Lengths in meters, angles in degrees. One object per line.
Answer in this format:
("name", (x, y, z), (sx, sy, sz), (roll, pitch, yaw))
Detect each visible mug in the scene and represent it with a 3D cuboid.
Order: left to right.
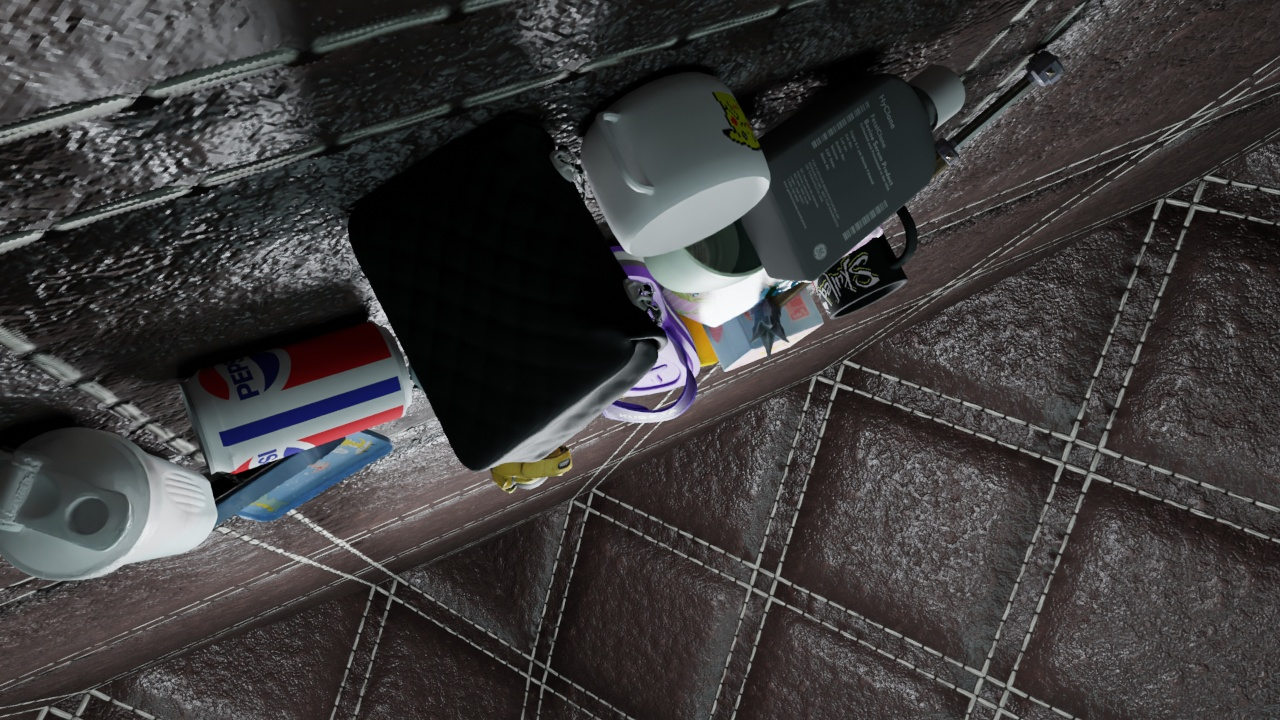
("mug", (0.013, -0.108, 0.502), (0.094, 0.068, 0.115), (-30, 169, 27))
("mug", (0.054, -0.099, 0.647), (0.111, 0.084, 0.104), (-52, -174, -14))
("mug", (0.211, -0.110, 0.883), (0.081, 0.098, 0.118), (-15, 166, -43))

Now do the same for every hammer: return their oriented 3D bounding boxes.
("hammer", (0.213, -0.141, 0.775), (0.318, 0.028, 0.146), (-41, -160, 23))

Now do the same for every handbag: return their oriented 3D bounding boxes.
("handbag", (-0.057, -0.034, 0.485), (0.125, 0.153, 0.114), (-33, 165, 18))

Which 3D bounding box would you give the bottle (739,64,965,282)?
("bottle", (0.139, -0.132, 0.587), (0.173, 0.084, 0.046), (-38, -156, -18))

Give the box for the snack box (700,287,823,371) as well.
("snack box", (0.121, -0.053, 0.974), (0.094, 0.093, 0.080), (-21, 170, -25))

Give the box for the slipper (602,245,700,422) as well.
("slipper", (-0.005, 0.004, 0.799), (0.107, 0.084, 0.267), (-16, 156, 5))

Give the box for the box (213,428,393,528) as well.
("box", (-0.351, 0.118, 0.899), (0.210, 0.043, 0.124), (-29, 171, 25))

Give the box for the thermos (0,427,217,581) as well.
("thermos", (-0.365, 0.103, 0.638), (0.099, 0.099, 0.221), (-22, 174, -13))

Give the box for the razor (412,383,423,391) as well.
("razor", (-0.151, -0.005, 0.794), (0.042, 0.022, 0.144), (23, 141, -25))

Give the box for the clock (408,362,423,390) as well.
("clock", (-0.102, -0.017, 0.631), (0.122, 0.045, 0.159), (-50, 176, -17))

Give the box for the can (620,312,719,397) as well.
("can", (0.010, -0.008, 1.011), (0.101, 0.072, 0.130), (-28, 170, 32))

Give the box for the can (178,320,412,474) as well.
("can", (-0.225, 0.024, 0.608), (0.131, 0.070, 0.070), (-20, 169, -28))

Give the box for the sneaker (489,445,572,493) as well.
("sneaker", (-0.120, 0.063, 0.920), (0.086, 0.122, 0.239), (-23, 171, -17))

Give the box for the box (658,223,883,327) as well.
("box", (0.095, -0.102, 0.753), (0.084, 0.070, 0.231), (23, 154, -21))
